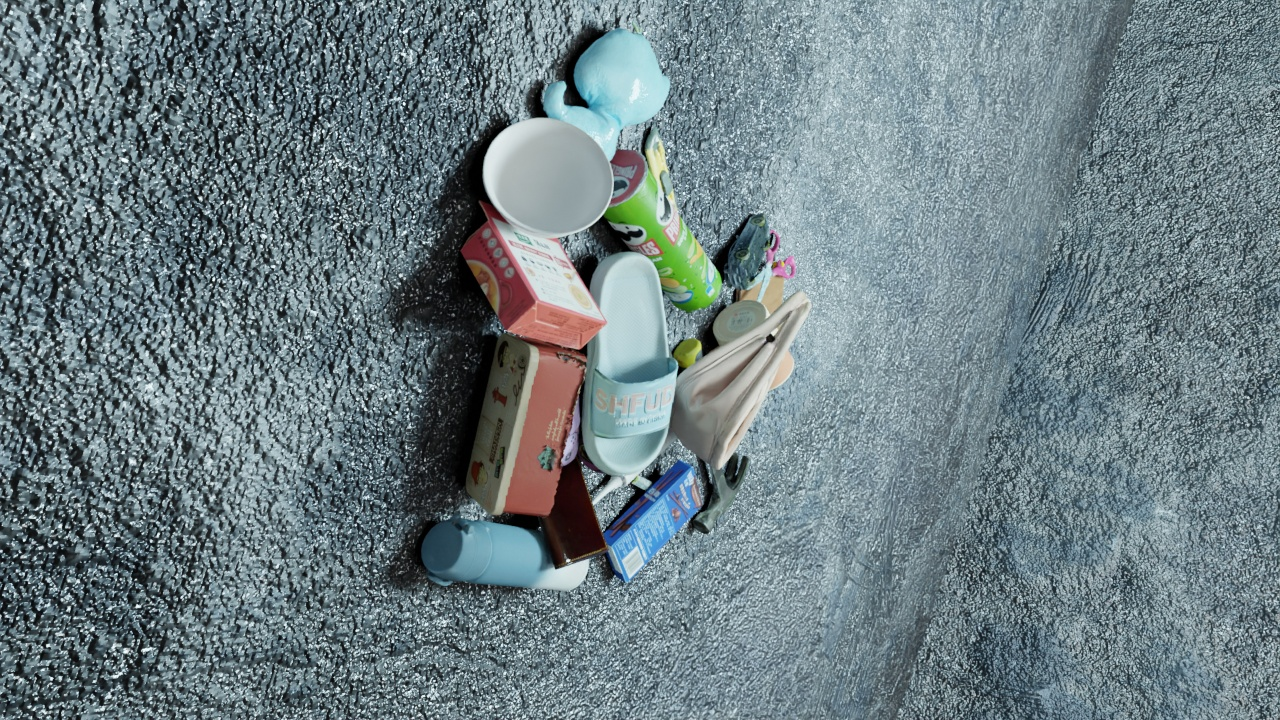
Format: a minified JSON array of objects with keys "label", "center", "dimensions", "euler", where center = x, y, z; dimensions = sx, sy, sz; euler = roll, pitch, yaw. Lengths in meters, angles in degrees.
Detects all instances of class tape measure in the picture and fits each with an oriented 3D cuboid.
[{"label":"tape measure","center":[-0.045,0.099,1.059],"dimensions":[0.039,0.057,0.058],"euler":[-42,128,-39]}]

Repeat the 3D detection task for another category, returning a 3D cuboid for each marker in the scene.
[{"label":"marker","center":[0.010,0.167,1.213],"dimensions":[0.124,0.015,0.018],"euler":[37,73,-52]}]

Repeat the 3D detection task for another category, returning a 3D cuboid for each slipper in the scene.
[{"label":"slipper","center":[-0.006,0.006,0.993],"dimensions":[0.104,0.074,0.245],"euler":[-6,101,-28]}]

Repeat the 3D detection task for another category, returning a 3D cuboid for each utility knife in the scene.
[{"label":"utility knife","center":[0.030,-0.192,1.072],"dimensions":[0.030,0.019,0.173],"euler":[-45,143,-25]}]

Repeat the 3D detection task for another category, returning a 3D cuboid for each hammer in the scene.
[{"label":"hammer","center":[0.095,0.099,1.287],"dimensions":[0.125,0.032,0.324],"euler":[-47,139,-33]}]

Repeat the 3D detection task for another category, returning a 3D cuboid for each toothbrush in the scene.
[{"label":"toothbrush","center":[-0.010,0.132,1.155],"dimensions":[0.220,0.027,0.026],"euler":[-39,121,-39]}]

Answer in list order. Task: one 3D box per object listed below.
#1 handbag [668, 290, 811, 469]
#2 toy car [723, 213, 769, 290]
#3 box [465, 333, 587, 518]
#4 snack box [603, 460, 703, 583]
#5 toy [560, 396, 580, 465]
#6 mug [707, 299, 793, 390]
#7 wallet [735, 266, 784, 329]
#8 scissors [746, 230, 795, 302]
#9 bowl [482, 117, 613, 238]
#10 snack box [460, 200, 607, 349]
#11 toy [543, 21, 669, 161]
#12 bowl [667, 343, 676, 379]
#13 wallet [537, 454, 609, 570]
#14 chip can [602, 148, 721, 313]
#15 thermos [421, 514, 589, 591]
[{"label":"handbag","center":[0.135,0.010,1.128],"dimensions":[0.233,0.093,0.193],"euler":[-47,166,-14]},{"label":"toy car","center":[0.145,-0.148,1.239],"dimensions":[0.120,0.037,0.054],"euler":[-60,146,-34]},{"label":"box","center":[-0.108,0.064,0.907],"dimensions":[0.079,0.091,0.168],"euler":[11,98,-32]},{"label":"snack box","center":[0.017,0.212,1.212],"dimensions":[0.156,0.026,0.085],"euler":[-42,138,-24]},{"label":"toy","center":[-0.084,0.064,1.001],"dimensions":[0.083,0.039,0.108],"euler":[-67,159,-61]},{"label":"mug","center":[0.141,-0.012,1.260],"dimensions":[0.114,0.081,0.106],"euler":[-31,129,2]},{"label":"wallet","center":[0.172,-0.075,1.328],"dimensions":[0.115,0.020,0.101],"euler":[-29,129,-42]},{"label":"scissors","center":[0.176,-0.133,1.286],"dimensions":[0.136,0.017,0.096],"euler":[-34,106,-44]},{"label":"bowl","center":[-0.089,-0.157,0.852],"dimensions":[0.118,0.118,0.065],"euler":[-56,-179,-22]},{"label":"snack box","center":[-0.104,-0.078,0.863],"dimensions":[0.044,0.127,0.113],"euler":[-42,153,20]},{"label":"toy","center":[-0.031,-0.264,0.912],"dimensions":[0.161,0.050,0.156],"euler":[4,102,-48]},{"label":"bowl","center":[0.003,0.015,1.085],"dimensions":[0.113,0.062,0.114],"euler":[-28,127,-45]},{"label":"wallet","center":[-0.082,0.163,1.013],"dimensions":[0.096,0.020,0.122],"euler":[-2,70,-59]},{"label":"chip can","center":[0.021,-0.138,1.028],"dimensions":[0.072,0.072,0.236],"euler":[-63,146,-14]},{"label":"thermos","center":[-0.140,0.207,0.969],"dimensions":[0.220,0.070,0.070],"euler":[26,84,-56]}]
